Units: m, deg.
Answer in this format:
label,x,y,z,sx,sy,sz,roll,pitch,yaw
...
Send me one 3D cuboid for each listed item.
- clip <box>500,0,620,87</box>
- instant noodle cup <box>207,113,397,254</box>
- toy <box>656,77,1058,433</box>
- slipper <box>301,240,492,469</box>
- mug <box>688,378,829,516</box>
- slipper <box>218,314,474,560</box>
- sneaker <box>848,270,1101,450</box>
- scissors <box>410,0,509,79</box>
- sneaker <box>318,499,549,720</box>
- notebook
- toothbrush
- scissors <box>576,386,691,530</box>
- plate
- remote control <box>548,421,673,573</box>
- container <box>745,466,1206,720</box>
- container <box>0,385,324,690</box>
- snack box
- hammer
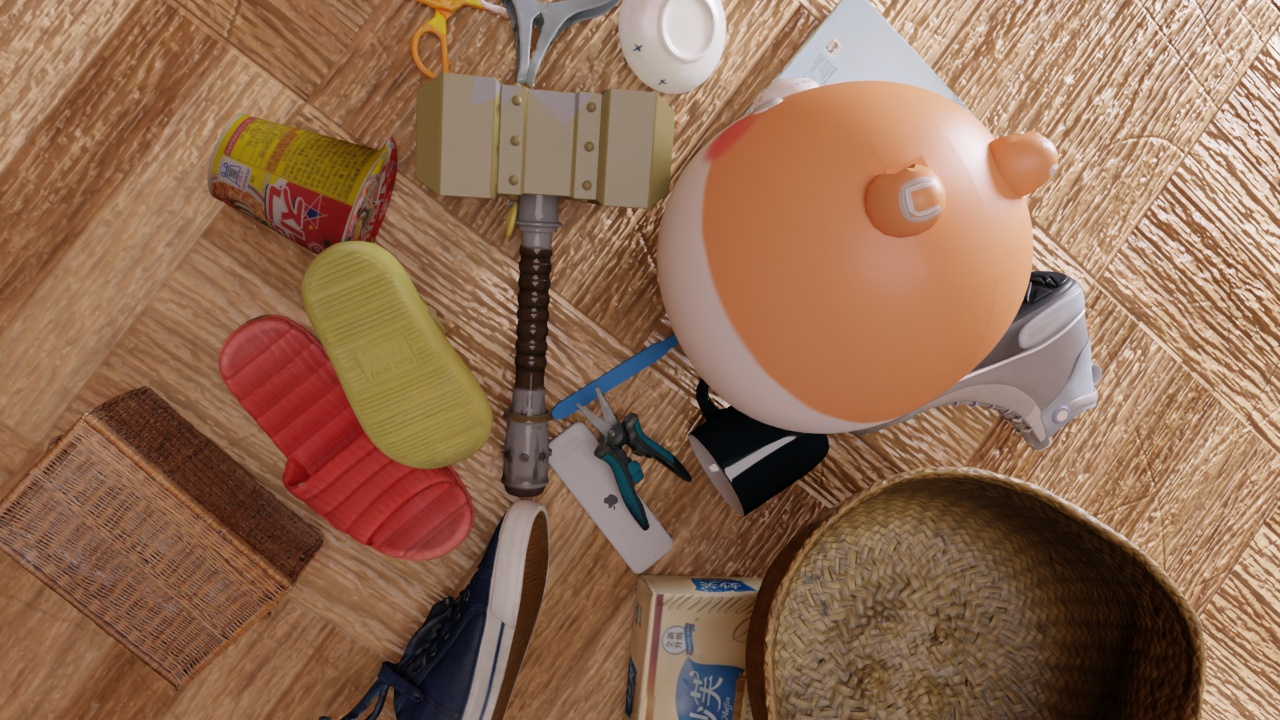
label,x,y,z,sx,sy,sz,roll,pitch,yaw
clip,-0.093,-0.317,0.727,0.164,0.031,0.168,39,74,-7
instant noodle cup,-0.254,-0.130,0.688,0.112,0.100,0.100,20,91,-6
toy,0.152,-0.084,0.681,0.262,0.281,0.265,-21,87,-31
slipper,-0.185,-0.005,0.693,0.091,0.081,0.190,-28,114,-4
mug,0.094,0.059,0.797,0.094,0.085,0.121,-32,73,-9
slipper,-0.234,0.070,0.727,0.103,0.059,0.249,-44,102,-6
sneaker,0.306,0.036,0.842,0.256,0.093,0.160,-29,110,-7
scissors,-0.151,-0.285,0.732,0.131,0.011,0.125,-3,95,-14
sneaker,-0.163,0.243,0.751,0.127,0.120,0.294,20,94,8
notebook,0.222,-0.181,0.832,0.253,0.009,0.181,41,86,-14
toothbrush,-0.005,0.005,0.796,0.166,0.014,0.016,-32,102,-7
scissors,-0.003,0.084,0.780,0.118,0.019,0.151,-12,109,-34
plate,0.033,-0.273,0.753,0.104,0.026,0.104,-9,108,-29
remote control,-0.028,0.121,0.806,0.045,0.008,0.146,-38,103,-7
container,0.226,0.239,0.701,0.307,0.197,0.306,0,80,-3
container,-0.352,0.127,0.677,0.112,0.114,0.198,-44,102,-1
snack box,0.066,0.302,0.823,0.153,0.055,0.207,5,95,-14
hammer,-0.085,-0.049,0.735,0.190,0.100,0.325,1,101,-13
